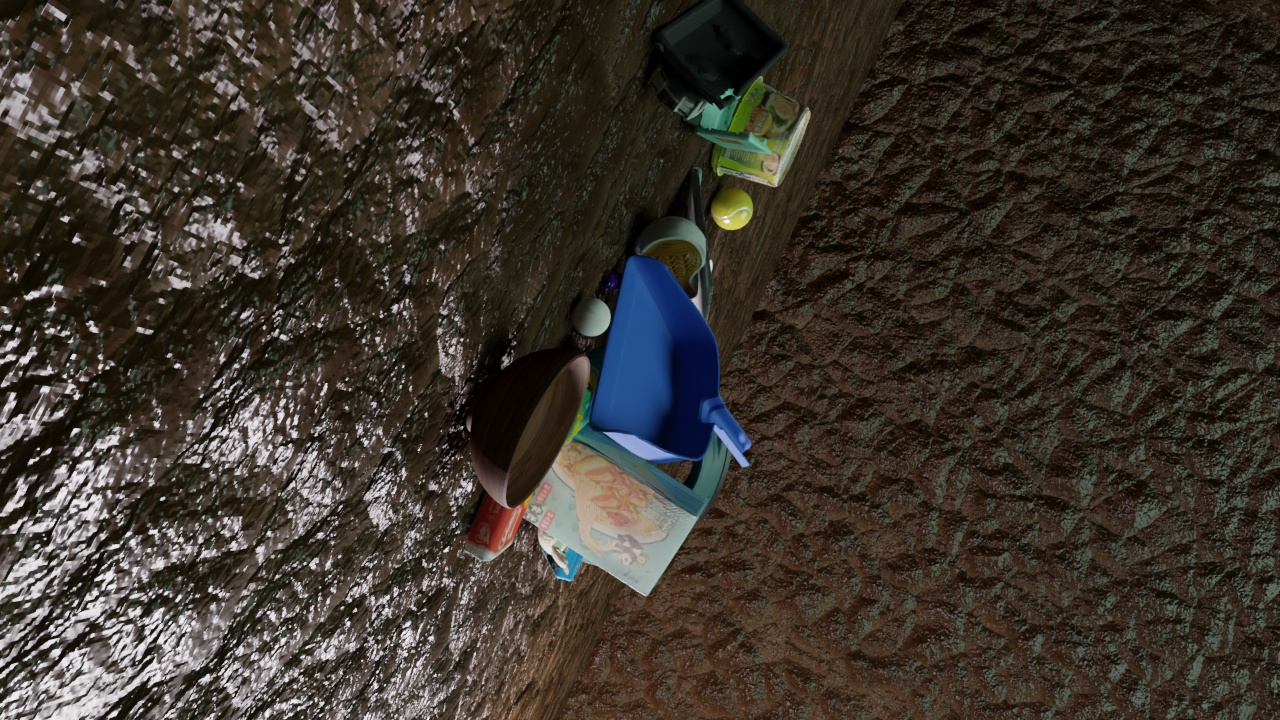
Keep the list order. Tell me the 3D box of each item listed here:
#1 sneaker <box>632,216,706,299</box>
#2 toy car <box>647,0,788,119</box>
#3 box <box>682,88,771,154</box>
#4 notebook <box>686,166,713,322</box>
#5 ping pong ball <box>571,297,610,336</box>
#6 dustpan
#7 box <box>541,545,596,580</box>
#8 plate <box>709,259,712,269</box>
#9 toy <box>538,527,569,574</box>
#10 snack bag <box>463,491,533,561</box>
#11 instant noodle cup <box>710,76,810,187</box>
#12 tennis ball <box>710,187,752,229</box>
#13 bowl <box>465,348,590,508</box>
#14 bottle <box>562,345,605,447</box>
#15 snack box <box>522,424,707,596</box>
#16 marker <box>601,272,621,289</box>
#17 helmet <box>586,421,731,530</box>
[{"bbox_3d":[0.036,-0.139,1.134,0.235,0.087,0.079,75,15,-78],"label":"sneaker"},{"bbox_3d":[0.066,-0.286,0.890,0.071,0.094,0.191,-45,-175,40],"label":"toy car"},{"bbox_3d":[0.119,-0.287,1.098,0.077,0.093,0.188,-66,170,13],"label":"box"},{"bbox_3d":[0.079,-0.126,1.268,0.246,0.013,0.177,91,-5,-68],"label":"notebook"},{"bbox_3d":[-0.051,-0.045,0.955,0.040,0.040,0.040,-61,170,-19],"label":"ping pong ball"},{"bbox_3d":[0.051,0.046,1.045,0.257,0.060,0.244,52,37,-40],"label":"dustpan"},{"bbox_3d":[-0.044,0.206,1.360,0.243,0.115,0.094,-66,-155,8],"label":"box"},{"bbox_3d":[0.055,-0.065,1.504,0.229,0.030,0.230,-61,170,-19],"label":"plate"},{"bbox_3d":[-0.119,0.242,1.283,0.087,0.050,0.112,103,-6,-54],"label":"toy"},{"bbox_3d":[-0.142,0.150,0.976,0.116,0.036,0.077,-66,171,9],"label":"snack bag"},{"bbox_3d":[0.171,-0.314,1.289,0.146,0.098,0.146,-61,170,-19],"label":"instant noodle cup"},{"bbox_3d":[0.143,-0.237,1.432,0.065,0.065,0.065,-61,170,-19],"label":"tennis ball"},{"bbox_3d":[-0.109,0.048,0.797,0.147,0.069,0.147,-60,169,-21],"label":"bowl"},{"bbox_3d":[-0.070,0.032,0.971,0.068,0.068,0.209,-69,170,23],"label":"bottle"},{"bbox_3d":[-0.040,0.162,1.041,0.142,0.193,0.044,-63,173,33],"label":"snack box"},{"bbox_3d":[-0.021,-0.093,1.069,0.133,0.015,0.018,-25,137,-75],"label":"marker"},{"bbox_3d":[-0.013,0.134,1.168,0.199,0.176,0.276,2,132,-34],"label":"helmet"}]
